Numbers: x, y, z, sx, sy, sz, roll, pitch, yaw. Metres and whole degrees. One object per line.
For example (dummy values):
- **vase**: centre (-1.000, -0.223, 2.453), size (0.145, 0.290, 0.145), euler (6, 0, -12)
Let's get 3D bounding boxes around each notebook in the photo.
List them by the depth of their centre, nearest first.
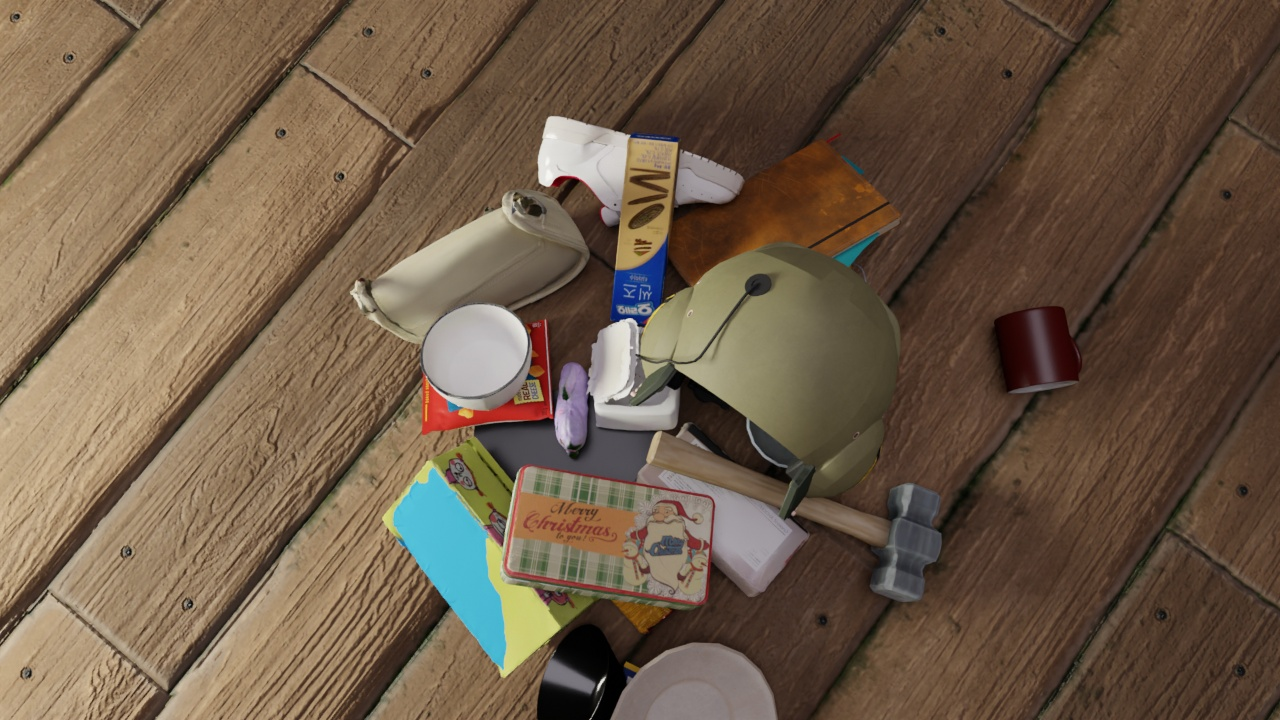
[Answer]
- **notebook**: centre (0.160, -0.148, 1.033), size (0.249, 0.014, 0.178), euler (-30, 53, -3)
- **notebook**: centre (-0.087, 0.109, 1.035), size (0.207, 0.016, 0.149), euler (3, 79, 3)

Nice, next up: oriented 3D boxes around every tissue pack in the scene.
- **tissue pack**: centre (0.081, 0.167, 1.000), size (0.181, 0.071, 0.103), euler (43, 68, 6)

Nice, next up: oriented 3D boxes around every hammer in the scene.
- **hammer**: centre (0.161, 0.146, 0.960), size (0.323, 0.051, 0.117), euler (21, 69, -8)

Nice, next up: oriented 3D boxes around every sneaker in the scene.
- **sneaker**: centre (-0.005, -0.202, 1.060), size (0.236, 0.090, 0.104), euler (15, 101, -2)

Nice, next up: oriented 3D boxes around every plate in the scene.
- **plate**: centre (0.053, 0.386, 0.954), size (0.188, 0.027, 0.188), euler (0, 89, -19)

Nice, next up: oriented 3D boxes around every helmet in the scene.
- **helmet**: centre (0.133, 0.004, 0.883), size (0.250, 0.255, 0.233), euler (37, 87, 6)

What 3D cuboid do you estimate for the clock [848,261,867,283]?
- **clock**: centre (0.180, -0.076, 1.041), size (0.152, 0.052, 0.113), euler (-2, 80, 6)

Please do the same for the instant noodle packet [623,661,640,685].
- **instant noodle packet**: centre (-0.005, 0.401, 0.974), size (0.087, 0.026, 0.134), euler (26, 81, 2)

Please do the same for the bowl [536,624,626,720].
- **bowl**: centre (-0.051, 0.346, 0.960), size (0.052, 0.124, 0.124), euler (31, 81, -26)

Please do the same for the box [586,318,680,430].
- **box**: centre (-0.006, 0.005, 0.985), size (0.103, 0.130, 0.109), euler (3, 65, 1)

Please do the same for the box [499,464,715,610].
- **box**: centre (-0.030, 0.176, 0.906), size (0.205, 0.050, 0.117), euler (12, 62, -8)

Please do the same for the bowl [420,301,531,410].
- **bowl**: centre (-0.170, 0.002, 0.978), size (0.116, 0.066, 0.116), euler (-1, 63, 2)

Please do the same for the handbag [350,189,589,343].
- **handbag**: centre (-0.190, -0.121, 1.001), size (0.229, 0.184, 0.132), euler (-33, 77, 3)

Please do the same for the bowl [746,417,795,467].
- **bowl**: centre (0.169, 0.069, 1.020), size (0.106, 0.039, 0.106), euler (0, 80, 2)

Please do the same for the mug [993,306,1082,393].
- **mug**: centre (0.448, -0.011, 1.015), size (0.105, 0.073, 0.082), euler (-1, 78, -27)

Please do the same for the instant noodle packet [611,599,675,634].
- **instant noodle packet**: centre (-0.003, 0.216, 0.987), size (0.099, 0.039, 0.135), euler (-42, 87, 12)

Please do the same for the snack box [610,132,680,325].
- **snack box**: centre (0.005, -0.142, 1.010), size (0.056, 0.057, 0.207), euler (7, 109, 2)

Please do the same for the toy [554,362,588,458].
- **toy**: centre (-0.076, 0.052, 0.999), size (0.036, 0.080, 0.099), euler (1, 73, 4)

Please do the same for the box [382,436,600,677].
- **box**: centre (-0.159, 0.203, 0.964), size (0.221, 0.082, 0.125), euler (49, 122, 12)

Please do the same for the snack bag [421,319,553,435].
- **snack bag**: centre (-0.172, 0.018, 1.031), size (0.144, 0.039, 0.130), euler (-7, 60, 1)
